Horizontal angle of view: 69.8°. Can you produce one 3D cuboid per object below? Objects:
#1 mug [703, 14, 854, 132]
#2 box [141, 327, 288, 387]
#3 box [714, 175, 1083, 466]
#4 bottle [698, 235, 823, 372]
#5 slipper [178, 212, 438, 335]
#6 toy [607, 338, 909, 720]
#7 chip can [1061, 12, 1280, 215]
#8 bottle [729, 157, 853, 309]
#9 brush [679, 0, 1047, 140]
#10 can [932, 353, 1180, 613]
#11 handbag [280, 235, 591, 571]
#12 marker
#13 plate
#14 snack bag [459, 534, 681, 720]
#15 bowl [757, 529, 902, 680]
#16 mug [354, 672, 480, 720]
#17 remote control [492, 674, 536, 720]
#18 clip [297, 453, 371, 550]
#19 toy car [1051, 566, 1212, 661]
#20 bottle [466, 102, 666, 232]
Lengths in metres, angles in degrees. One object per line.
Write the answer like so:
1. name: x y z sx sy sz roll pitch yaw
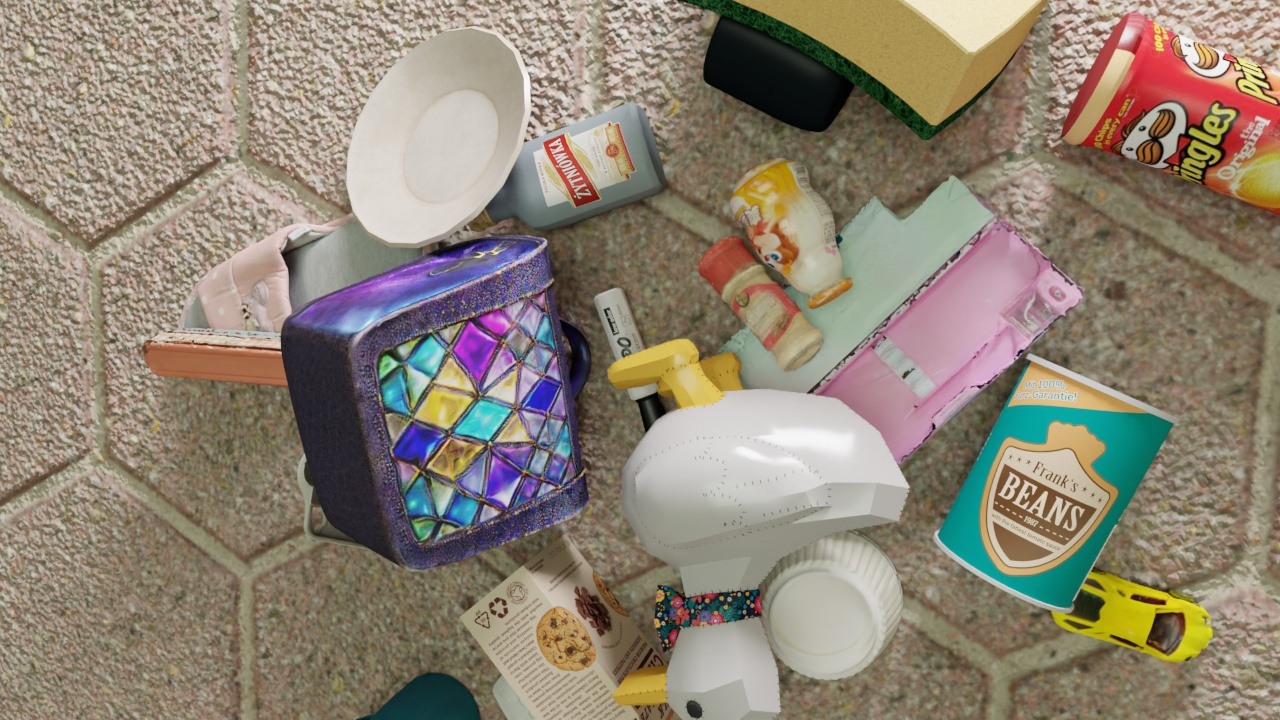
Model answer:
1. mug: 0.116 -0.231 0.658 0.094 0.085 0.121 31 72 10
2. box: -0.330 0.000 0.760 0.187 0.053 0.058 2 78 18
3. box: 0.179 -0.021 0.677 0.231 0.035 0.159 -45 75 14
4. bottle: 0.090 -0.042 0.682 0.044 0.044 0.109 -43 70 14
5. slipper: -0.298 -0.058 0.789 0.275 0.054 0.114 -22 88 17
6. toy: 0.064 0.117 0.633 0.247 0.140 0.267 -25 71 27
7. chip can: 0.391 -0.142 0.582 0.213 0.087 0.087 25 100 11
8. bottle: 0.113 -0.092 0.670 0.063 0.063 0.108 -31 82 15
9. brush: 0.143 -0.279 0.593 0.250 0.075 0.194 32 67 11
10. can: 0.278 0.081 0.622 0.099 0.099 0.144 26 100 12
11. handbag: -0.127 0.024 0.677 0.126 0.221 0.205 11 115 46
12. marker: -0.004 0.004 0.731 0.025 0.025 0.126 -21 89 15
13. plate: -0.159 -0.175 0.735 0.189 0.027 0.188 -9 71 28
14. snack bag: -0.036 0.250 0.723 0.070 0.094 0.206 -41 84 14
15. bowl: 0.138 0.186 0.688 0.115 0.062 0.115 1 94 15
16. mug: -0.206 0.322 0.769 0.112 0.104 0.084 -2 94 14
17. remote control: -0.073 0.302 0.771 0.060 0.028 0.114 -43 83 14
18. clip: -0.215 0.081 0.751 0.082 0.125 0.147 -6 69 22
19. toy car: 0.347 0.180 0.649 0.107 0.030 0.049 14 97 12
20. bottle: -0.066 -0.142 0.725 0.161 0.046 0.072 -17 90 16
